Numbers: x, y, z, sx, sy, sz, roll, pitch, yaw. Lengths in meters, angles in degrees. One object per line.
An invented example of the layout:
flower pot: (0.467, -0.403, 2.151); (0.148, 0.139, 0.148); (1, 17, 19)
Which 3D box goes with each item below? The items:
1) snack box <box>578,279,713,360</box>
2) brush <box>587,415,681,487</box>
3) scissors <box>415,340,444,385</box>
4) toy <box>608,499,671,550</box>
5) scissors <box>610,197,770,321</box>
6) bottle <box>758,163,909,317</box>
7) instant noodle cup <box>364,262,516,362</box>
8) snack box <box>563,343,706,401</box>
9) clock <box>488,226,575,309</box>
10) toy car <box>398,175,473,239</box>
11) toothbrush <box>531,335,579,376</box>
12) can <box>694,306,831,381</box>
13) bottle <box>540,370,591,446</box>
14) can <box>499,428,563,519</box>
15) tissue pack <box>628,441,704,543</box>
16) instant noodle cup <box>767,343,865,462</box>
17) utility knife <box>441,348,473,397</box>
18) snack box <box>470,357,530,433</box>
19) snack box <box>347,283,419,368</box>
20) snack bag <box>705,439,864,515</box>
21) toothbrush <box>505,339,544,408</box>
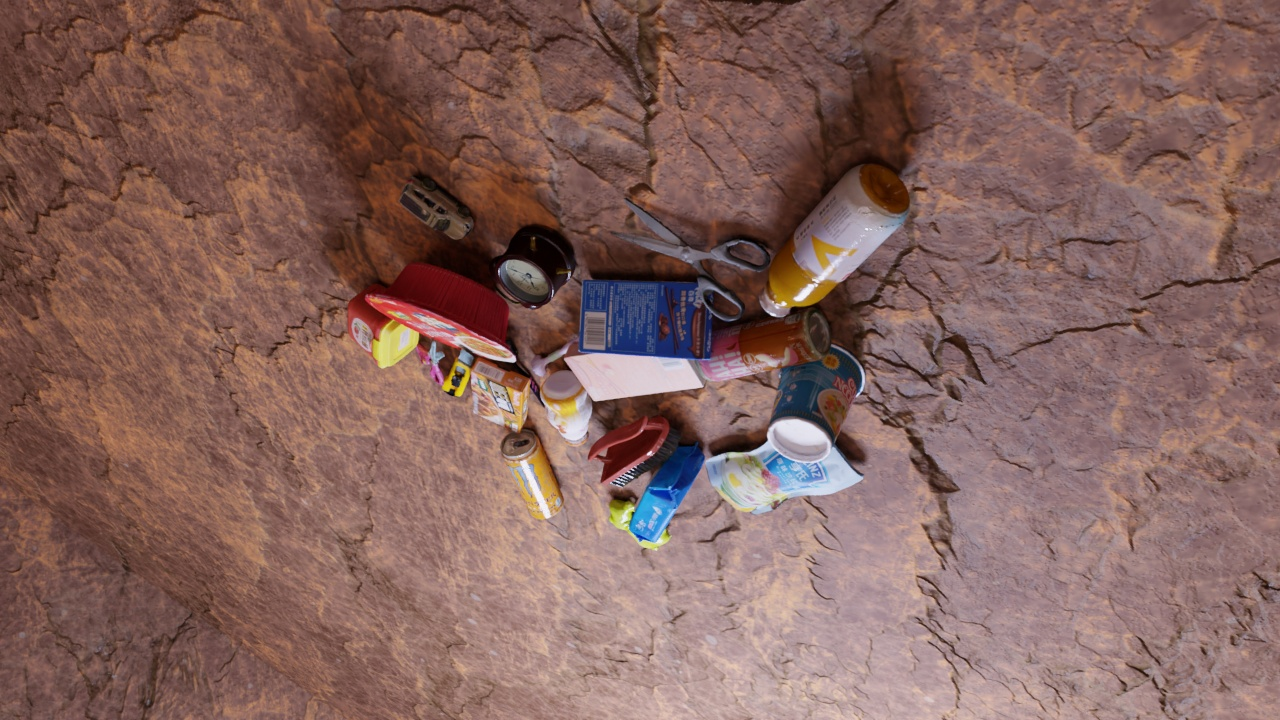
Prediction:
snack box: (0.005, -0.047, 1.034); (0.157, 0.026, 0.084); (4, 93, 26)
brush: (-0.010, 0.114, 1.219); (0.069, 0.063, 0.146); (29, 141, -22)
scissors: (-0.276, 0.005, 1.245); (0.077, 0.017, 0.138); (62, 157, -9)
toy: (-0.002, 0.247, 1.378); (0.100, 0.031, 0.097); (16, 136, 15)
scissors: (0.055, -0.109, 0.968); (0.160, 0.014, 0.170); (-14, 105, 22)
bottle: (0.177, -0.107, 0.880); (0.068, 0.067, 0.190); (33, 140, -6)
instant noodle cup: (-0.232, -0.063, 1.117); (0.194, 0.065, 0.194); (21, 168, 4)
snack box: (-0.007, 0.007, 1.118); (0.158, 0.026, 0.084); (-8, 134, 29)
clock: (-0.129, -0.102, 1.066); (0.082, 0.055, 0.122); (41, 140, -16)
toy car: (-0.237, -0.174, 1.068); (0.090, 0.035, 0.042); (36, 140, -12)
toothbrush: (-0.076, -0.023, 1.147); (0.190, 0.021, 0.029); (-28, 83, 43)
can: (0.132, -0.016, 1.007); (0.148, 0.057, 0.058); (-14, 125, 38)
bottle: (-0.094, 0.066, 1.215); (0.063, 0.063, 0.108); (10, 136, 21)
can: (-0.160, 0.171, 1.366); (0.058, 0.058, 0.146); (5, 135, 25)
tissue pack: (0.033, 0.177, 1.237); (0.052, 0.094, 0.157); (31, 140, 6)
instant noodle cup: (0.187, 0.051, 1.007); (0.099, 0.109, 0.099); (15, 139, 14)
utility knife: (-0.250, 0.019, 1.254); (0.033, 0.015, 0.193); (24, 156, -9)
snack box: (-0.192, 0.049, 1.254); (0.075, 0.026, 0.154); (24, 154, 3)
snack box: (-0.344, -0.050, 1.228); (0.080, 0.081, 0.091); (35, 140, 13)
snack bag: (0.177, 0.140, 1.164); (0.192, 0.038, 0.110); (-27, 105, 43)
toothbrush: (-0.140, 0.041, 1.255); (0.018, 0.014, 0.189); (-14, 126, 24)
